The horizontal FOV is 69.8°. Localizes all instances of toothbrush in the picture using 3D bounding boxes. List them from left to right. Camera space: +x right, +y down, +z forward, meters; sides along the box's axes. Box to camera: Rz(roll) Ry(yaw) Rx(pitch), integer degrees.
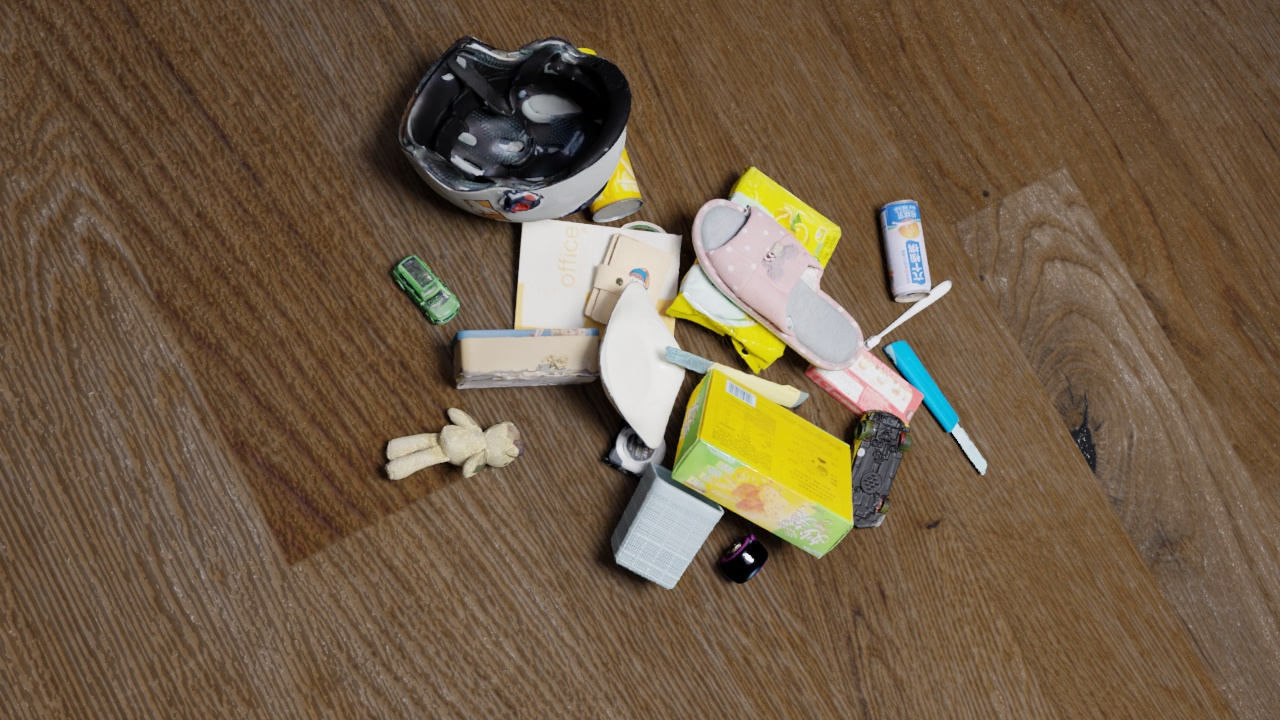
[{"bbox_3d":[0.375,-0.065,1.279,0.179,0.016,0.016,-34,90,-21],"label":"toothbrush"}]

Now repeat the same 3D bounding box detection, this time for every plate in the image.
[{"bbox_3d":[-0.006,0.006,1.093,0.164,0.034,0.163,57,39,-35],"label":"plate"}]

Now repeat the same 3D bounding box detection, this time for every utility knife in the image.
[{"bbox_3d":[0.122,0.023,1.161,0.216,0.022,0.031,18,110,-28],"label":"utility knife"},{"bbox_3d":[0.408,0.064,1.255,0.034,0.018,0.218,-34,86,-22],"label":"utility knife"}]

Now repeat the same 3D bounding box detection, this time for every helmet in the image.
[{"bbox_3d":[-0.138,-0.253,1.087,0.274,0.157,0.229,7,64,10],"label":"helmet"}]

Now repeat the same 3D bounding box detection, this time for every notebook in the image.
[{"bbox_3d":[-0.052,-0.098,1.153,0.206,0.010,0.146,5,88,-15],"label":"notebook"}]

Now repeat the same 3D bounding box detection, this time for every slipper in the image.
[{"bbox_3d":[0.175,-0.094,1.135,0.274,0.055,0.114,45,69,-5],"label":"slipper"}]

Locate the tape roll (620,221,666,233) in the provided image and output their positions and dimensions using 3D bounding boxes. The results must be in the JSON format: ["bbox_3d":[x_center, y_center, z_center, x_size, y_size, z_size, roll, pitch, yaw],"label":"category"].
[{"bbox_3d":[0.002,-0.138,1.191,0.085,0.014,0.085,4,76,-15],"label":"tape roll"}]

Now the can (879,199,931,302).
[{"bbox_3d":[0.369,-0.152,1.279,0.053,0.053,0.134,-2,77,-17],"label":"can"}]

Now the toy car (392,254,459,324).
[{"bbox_3d":[-0.255,-0.085,1.093,0.043,0.036,0.091,-43,95,-22],"label":"toy car"}]

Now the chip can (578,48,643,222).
[{"bbox_3d":[-0.060,-0.289,1.180,0.072,0.072,0.213,-15,82,-19],"label":"chip can"}]

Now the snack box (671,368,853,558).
[{"bbox_3d":[0.149,0.120,1.098,0.210,0.070,0.157,30,32,-8],"label":"snack box"}]

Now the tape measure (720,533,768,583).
[{"bbox_3d":[0.124,0.239,1.110,0.039,0.058,0.057,45,72,-1],"label":"tape measure"}]

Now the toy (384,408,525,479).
[{"bbox_3d":[-0.213,0.104,1.049,0.157,0.066,0.105,-8,37,-14],"label":"toy"}]

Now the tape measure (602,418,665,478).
[{"bbox_3d":[-0.004,0.108,1.118,0.066,0.034,0.065,28,72,-6],"label":"tape measure"}]

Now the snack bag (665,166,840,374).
[{"bbox_3d":[0.150,-0.120,1.198,0.158,0.068,0.246,33,69,-9],"label":"snack bag"}]

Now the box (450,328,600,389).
[{"bbox_3d":[-0.140,-0.002,1.076,0.184,0.090,0.062,1,80,-20],"label":"box"}]

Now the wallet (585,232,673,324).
[{"bbox_3d":[-0.016,-0.094,1.145,0.087,0.024,0.115,21,86,-13],"label":"wallet"}]

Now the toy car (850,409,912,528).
[{"bbox_3d":[0.298,0.140,1.189,0.071,0.041,0.156,17,89,-10],"label":"toy car"}]

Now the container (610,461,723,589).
[{"bbox_3d":[0.026,0.192,1.063,0.090,0.090,0.111,29,93,-8],"label":"container"}]

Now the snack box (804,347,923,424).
[{"bbox_3d":[0.300,0.032,1.228,0.153,0.025,0.075,37,69,-5],"label":"snack box"}]
